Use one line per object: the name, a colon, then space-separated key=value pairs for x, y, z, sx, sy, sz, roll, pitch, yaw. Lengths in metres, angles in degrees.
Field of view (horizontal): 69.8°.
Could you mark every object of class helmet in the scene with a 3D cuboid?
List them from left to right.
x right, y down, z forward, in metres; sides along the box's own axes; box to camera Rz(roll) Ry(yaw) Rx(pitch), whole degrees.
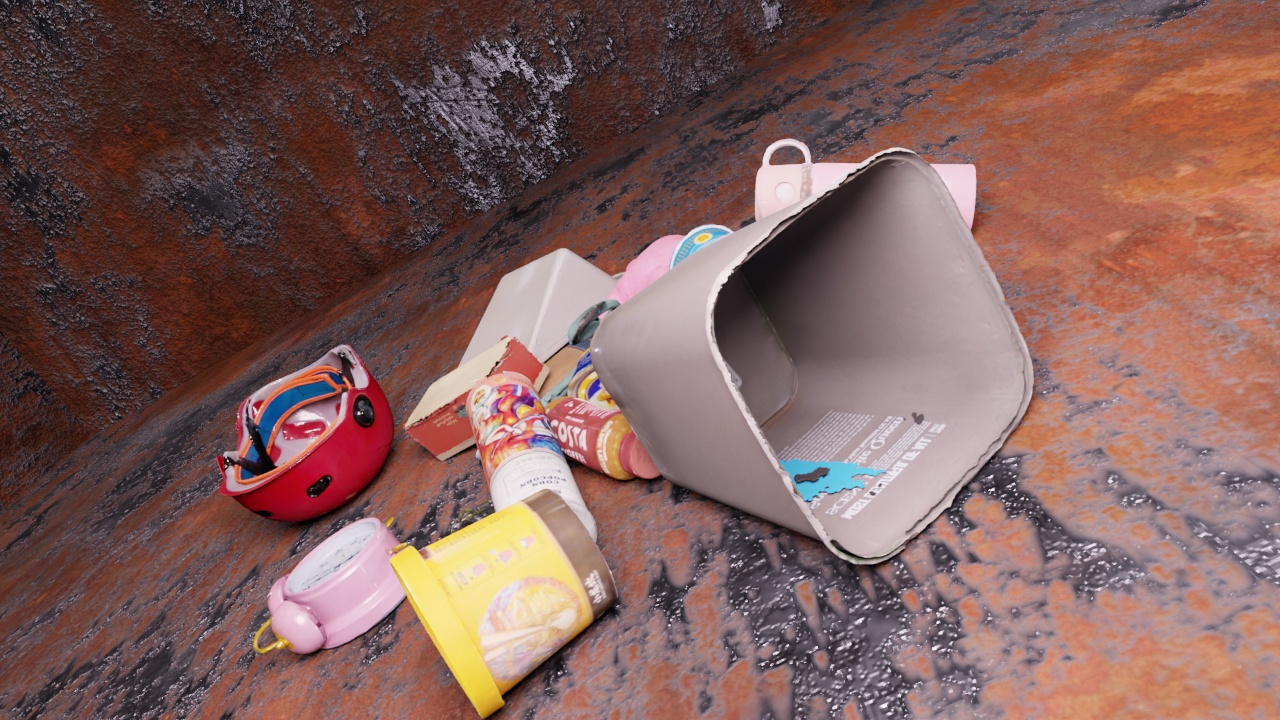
helmet: x=-0.387 y=0.110 z=1.105 sx=0.207 sy=0.144 sz=0.239 roll=-27 pitch=34 yaw=13

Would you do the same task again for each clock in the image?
clock: x=-0.276 y=0.207 z=0.822 sx=0.158 sy=0.060 sz=0.117 roll=-38 pitch=20 yaw=-15

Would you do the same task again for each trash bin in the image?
trash bin: x=0.095 y=0.002 z=0.615 sx=0.198 sy=0.198 sz=0.220 roll=-38 pitch=13 yaw=-23

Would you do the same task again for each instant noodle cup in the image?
instant noodle cup: x=-0.087 y=0.153 z=0.609 sx=0.114 sy=0.118 sz=0.119 roll=-30 pitch=18 yaw=-21
instant noodle cup: x=0.097 y=-0.085 z=0.956 sx=0.099 sy=0.099 sz=0.110 roll=-35 pitch=28 yaw=-12

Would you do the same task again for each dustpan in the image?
dustpan: x=-0.117 y=-0.040 z=1.227 sx=0.223 sy=0.142 sz=0.257 roll=-15 pitch=50 yaw=51

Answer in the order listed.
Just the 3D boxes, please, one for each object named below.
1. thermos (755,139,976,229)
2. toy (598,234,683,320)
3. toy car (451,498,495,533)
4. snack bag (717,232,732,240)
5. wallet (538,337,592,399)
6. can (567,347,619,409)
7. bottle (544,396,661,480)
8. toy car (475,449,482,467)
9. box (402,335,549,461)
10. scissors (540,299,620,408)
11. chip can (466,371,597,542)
thermos: x=0.209 y=-0.163 z=0.866 sx=0.199 sy=0.087 sz=0.067 roll=5 pitch=1 yaw=13
toy: x=0.037 y=-0.104 z=1.098 sx=0.179 sy=0.074 sz=0.194 roll=-21 pitch=21 yaw=25
toy car: x=-0.113 y=0.135 z=0.802 sx=0.105 sy=0.032 sz=0.048 roll=-29 pitch=23 yaw=-30
snack bag: x=0.079 y=-0.025 z=0.800 sx=0.110 sy=0.039 sz=0.190 roll=10 pitch=69 yaw=31
wallet: x=-0.096 y=0.017 z=1.065 sx=0.115 sy=0.033 sz=0.090 roll=-38 pitch=18 yaw=-16
can: x=-0.002 y=0.009 z=0.887 sx=0.148 sy=0.074 sz=0.049 roll=-23 pitch=24 yaw=24
bottle: x=-0.033 y=0.069 z=0.807 sx=0.057 sy=0.057 sz=0.175 roll=-38 pitch=21 yaw=-20
toy car: x=-0.133 y=0.082 z=0.959 sx=0.091 sy=0.034 sz=0.042 roll=-27 pitch=23 yaw=14
box: x=-0.191 y=0.037 z=1.032 sx=0.169 sy=0.077 sz=0.091 roll=-28 pitch=26 yaw=38
scissors: x=-0.056 y=-0.012 z=0.957 sx=0.170 sy=0.019 sz=0.179 roll=-47 pitch=-14 yaw=-10
chip can: x=-0.097 y=0.087 z=0.769 sx=0.071 sy=0.071 sz=0.214 roll=-31 pitch=32 yaw=-2
